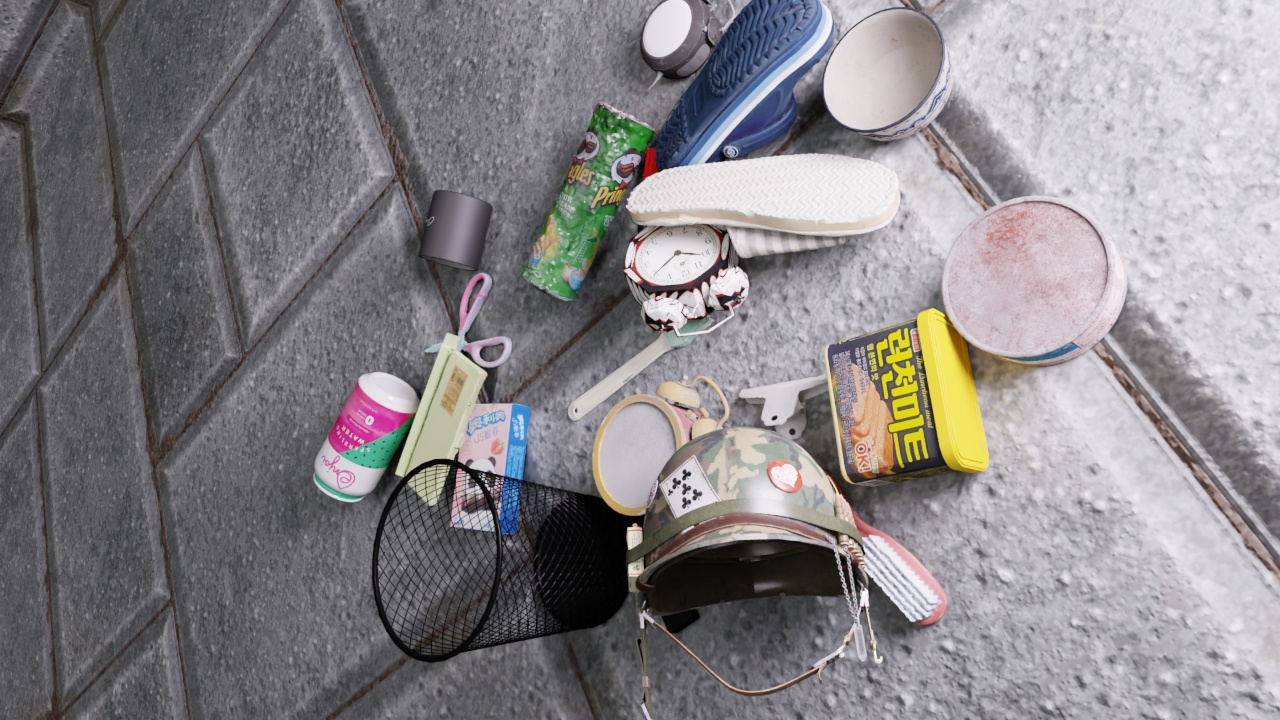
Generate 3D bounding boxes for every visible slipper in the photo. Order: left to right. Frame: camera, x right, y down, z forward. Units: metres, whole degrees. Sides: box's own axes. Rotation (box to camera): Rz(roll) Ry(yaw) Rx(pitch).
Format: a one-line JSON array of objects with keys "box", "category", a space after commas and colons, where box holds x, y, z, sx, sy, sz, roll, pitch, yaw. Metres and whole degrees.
[{"box": [0.109, -0.267, 0.926, 0.254, 0.095, 0.105, -39, 38, 46], "category": "slipper"}, {"box": [0.113, -0.151, 0.885, 0.273, 0.054, 0.114, 8, 53, 30], "category": "slipper"}]

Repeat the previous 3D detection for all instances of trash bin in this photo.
[{"box": [-0.127, 0.201, 0.927, 0.184, 0.210, 0.184, -10, 73, 38], "category": "trash bin"}]

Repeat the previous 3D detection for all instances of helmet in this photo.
[{"box": [0.086, 0.170, 0.753, 0.193, 0.224, 0.236, -8, 77, 7], "category": "helmet"}]

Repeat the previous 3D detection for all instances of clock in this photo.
[{"box": [0.032, 0.086, 0.907, 0.159, 0.081, 0.117, -52, 50, 21], "category": "clock"}, {"box": [0.044, -0.367, 1.025, 0.123, 0.043, 0.091, -34, 60, 29], "category": "clock"}, {"box": [0.049, -0.076, 0.923, 0.115, 0.065, 0.154, -21, 49, 3], "category": "clock"}]

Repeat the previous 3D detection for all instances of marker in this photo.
[{"box": [0.008, -0.164, 1.024, 0.023, 0.021, 0.145, 167, 111, -69], "category": "marker"}]

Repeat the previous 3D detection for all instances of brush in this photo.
[{"box": [-0.006, 0.006, 1.004, 0.218, 0.012, 0.033, -38, 59, 29], "category": "brush"}, {"box": [0.193, 0.156, 0.793, 0.041, 0.030, 0.172, -53, 52, 17], "category": "brush"}]

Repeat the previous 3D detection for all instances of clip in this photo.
[{"box": [0.139, 0.046, 0.872, 0.102, 0.041, 0.054, -13, 53, 38], "category": "clip"}]

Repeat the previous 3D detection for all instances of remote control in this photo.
[{"box": [0.016, 0.203, 0.939, 0.034, 0.013, 0.150, -41, 58, 25], "category": "remote control"}]

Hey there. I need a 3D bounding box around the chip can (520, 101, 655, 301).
[{"box": [-0.063, -0.178, 1.052, 0.075, 0.075, 0.223, 33, 101, 39], "category": "chip can"}]

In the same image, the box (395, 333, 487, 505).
[{"box": [-0.257, 0.070, 1.148, 0.140, 0.048, 0.188, 42, 113, 52], "category": "box"}]

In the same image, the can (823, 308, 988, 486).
[{"box": [0.220, 0.036, 0.771, 0.101, 0.072, 0.130, -19, 68, 38], "category": "can"}]

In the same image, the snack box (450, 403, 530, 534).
[{"box": [-0.181, 0.128, 1.106, 0.088, 0.033, 0.154, -3, 78, 39], "category": "snack box"}]

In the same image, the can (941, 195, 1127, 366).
[{"box": [0.312, -0.062, 0.734, 0.130, 0.044, 0.129, -10, 74, 38], "category": "can"}]

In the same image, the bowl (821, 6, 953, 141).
[{"box": [0.231, -0.253, 0.835, 0.116, 0.059, 0.115, -10, 73, 38], "category": "bowl"}]

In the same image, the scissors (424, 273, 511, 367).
[{"box": [-0.219, -0.024, 1.185, 0.168, 0.014, 0.171, 38, 104, 39], "category": "scissors"}]

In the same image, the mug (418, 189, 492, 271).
[{"box": [-0.247, -0.169, 1.207, 0.114, 0.078, 0.088, 8, 85, 66], "category": "mug"}]

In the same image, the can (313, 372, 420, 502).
[{"box": [-0.368, 0.102, 1.229, 0.088, 0.088, 0.166, 43, 107, 37], "category": "can"}]
